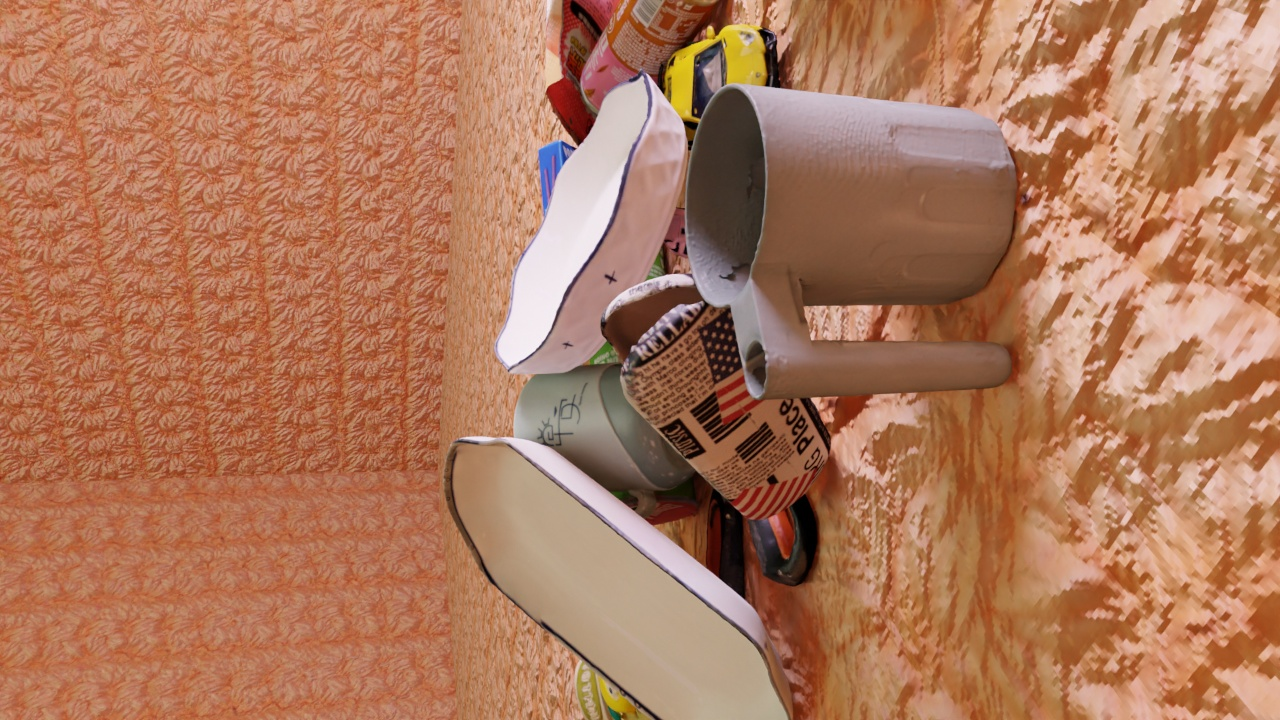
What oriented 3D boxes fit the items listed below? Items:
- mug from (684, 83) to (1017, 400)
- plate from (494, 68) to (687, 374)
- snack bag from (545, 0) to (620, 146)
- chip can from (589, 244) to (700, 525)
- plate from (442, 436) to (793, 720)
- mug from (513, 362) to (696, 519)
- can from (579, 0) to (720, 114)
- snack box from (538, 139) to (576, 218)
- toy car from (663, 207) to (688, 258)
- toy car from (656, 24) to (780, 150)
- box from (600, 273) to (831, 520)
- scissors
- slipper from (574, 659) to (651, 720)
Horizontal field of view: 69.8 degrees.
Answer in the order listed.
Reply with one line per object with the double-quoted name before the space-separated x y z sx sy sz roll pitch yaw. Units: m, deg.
"mug" 0.081 -0.043 0.351 0.084 0.103 0.123 121 145 -60
"plate" -0.031 -0.082 0.592 0.205 0.045 0.204 -53 23 33
"snack bag" -0.047 -0.275 0.781 0.128 0.073 0.207 59 -149 -61
"chip can" -0.004 0.004 0.701 0.072 0.072 0.235 123 144 -62
"plate" -0.015 0.139 0.564 0.266 0.034 0.162 35 140 18
"mug" -0.017 0.057 0.595 0.107 0.082 0.111 -5 79 34
"can" 0.006 -0.233 0.654 0.148 0.057 0.057 140 129 -59
"snack box" -0.047 -0.102 0.792 0.026 0.084 0.157 -13 77 30
"toy car" 0.044 -0.078 0.562 0.122 0.056 0.037 -144 59 -70
"toy car" 0.046 -0.172 0.583 0.156 0.041 0.071 -149 60 -70
"box" 0.047 0.026 0.425 0.163 0.074 0.079 50 -158 -45
"scissors" 0.056 0.059 0.580 0.220 0.021 0.224 -120 33 -59
"slipper" -0.009 0.260 0.706 0.191 0.081 0.091 110 152 -56
